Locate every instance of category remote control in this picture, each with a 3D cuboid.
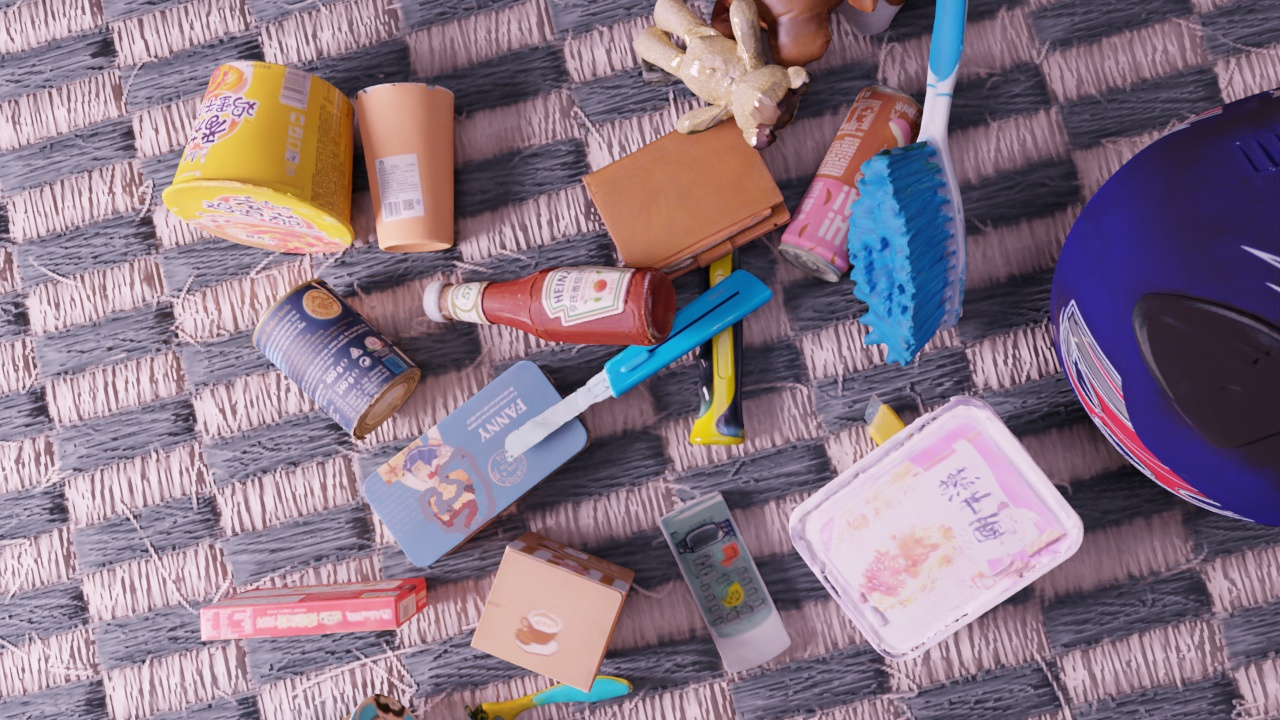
[{"bbox_3d":[0.066,0.174,0.720,0.056,0.019,0.135,-25,85,2],"label":"remote control"}]

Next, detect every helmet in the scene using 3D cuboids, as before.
[{"bbox_3d":[0.421,-0.008,0.596,0.315,0.246,0.241,51,133,12],"label":"helmet"}]

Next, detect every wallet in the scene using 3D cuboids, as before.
[{"bbox_3d":[0.036,-0.125,0.706,0.132,0.031,0.107,-28,81,2],"label":"wallet"}]

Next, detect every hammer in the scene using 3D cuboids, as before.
[{"bbox_3d":[0.066,-0.094,0.734,0.126,0.032,0.323,-1,86,5],"label":"hammer"}]

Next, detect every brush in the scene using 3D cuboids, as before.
[{"bbox_3d":[0.202,-0.157,0.663,0.109,0.060,0.315,-23,115,-27],"label":"brush"}]

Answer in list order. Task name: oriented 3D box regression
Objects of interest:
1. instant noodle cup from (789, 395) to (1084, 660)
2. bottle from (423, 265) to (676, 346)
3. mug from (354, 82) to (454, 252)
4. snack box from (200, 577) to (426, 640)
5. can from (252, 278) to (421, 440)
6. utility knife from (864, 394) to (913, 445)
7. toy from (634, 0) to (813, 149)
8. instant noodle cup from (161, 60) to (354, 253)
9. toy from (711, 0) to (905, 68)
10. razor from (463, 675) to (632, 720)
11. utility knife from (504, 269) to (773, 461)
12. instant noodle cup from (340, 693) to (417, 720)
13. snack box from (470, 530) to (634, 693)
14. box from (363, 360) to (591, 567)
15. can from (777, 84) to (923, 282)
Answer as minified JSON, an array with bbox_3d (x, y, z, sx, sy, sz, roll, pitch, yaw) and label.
[{"bbox_3d":[0.213,0.120,0.681,0.174,0.060,0.138,-39,84,12],"label":"instant noodle cup"},{"bbox_3d":[-0.075,-0.044,0.703,0.206,0.059,0.059,3,86,26],"label":"bottle"},{"bbox_3d":[-0.184,-0.151,0.735,0.078,0.078,0.122,-5,90,3],"label":"mug"},{"bbox_3d":[-0.251,0.192,0.713,0.153,0.075,0.025,-5,87,3],"label":"snack box"},{"bbox_3d":[-0.238,0.000,0.726,0.111,0.075,0.075,42,89,5],"label":"can"},{"bbox_3d":[0.230,0.093,0.716,0.033,0.015,0.164,-40,84,3],"label":"utility knife"},{"bbox_3d":[0.056,-0.219,0.685,0.157,0.066,0.105,44,112,28],"label":"toy"},{"bbox_3d":[-0.287,-0.158,0.716,0.138,0.138,0.109,4,76,4],"label":"instant noodle cup"},{"bbox_3d":[0.159,-0.299,0.701,0.199,0.130,0.140,-35,46,-10],"label":"toy"},{"bbox_3d":[-0.069,0.269,0.718,0.132,0.028,0.043,-18,108,6],"label":"razor"},{"bbox_3d":[-0.004,0.004,0.692,0.236,0.018,0.034,-34,83,-6],"label":"utility knife"},{"bbox_3d":[-0.233,0.329,0.695,0.120,0.111,0.111,-28,84,10],"label":"instant noodle cup"},{"bbox_3d":[-0.062,0.186,0.691,0.093,0.094,0.077,20,88,5],"label":"snack box"},{"bbox_3d":[-0.120,0.077,0.720,0.184,0.061,0.090,-40,85,2],"label":"box"},{"bbox_3d":[0.165,-0.138,0.716,0.058,0.058,0.147,28,88,5],"label":"can"}]
